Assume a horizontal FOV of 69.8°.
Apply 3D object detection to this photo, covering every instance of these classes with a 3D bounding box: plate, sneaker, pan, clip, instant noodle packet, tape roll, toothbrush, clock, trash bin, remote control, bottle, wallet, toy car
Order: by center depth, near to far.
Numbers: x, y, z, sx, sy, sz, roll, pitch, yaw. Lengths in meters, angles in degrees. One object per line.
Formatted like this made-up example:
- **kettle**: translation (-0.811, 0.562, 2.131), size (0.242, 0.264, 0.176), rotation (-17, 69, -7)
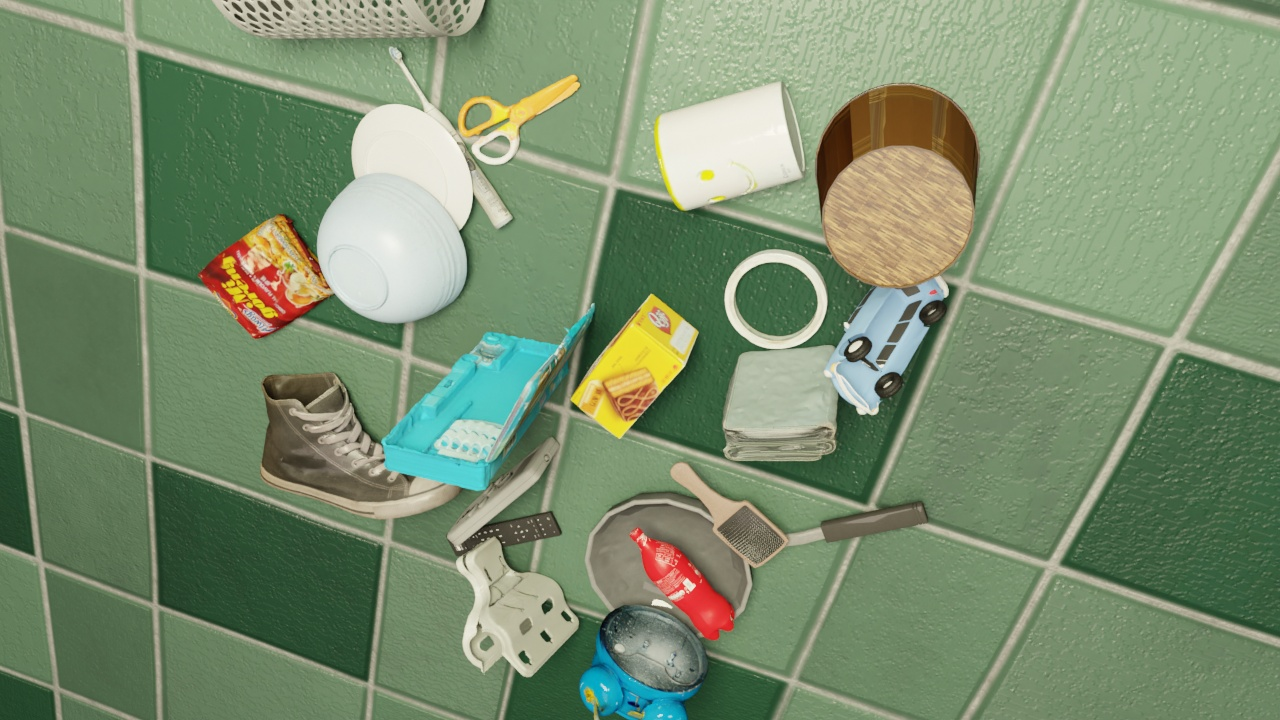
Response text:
- **trash bin**: translation (-0.238, -0.335, 0.728), size (0.183, 0.156, 0.157), rotation (3, 115, 17)
- **toy car**: translation (0.203, -0.024, 0.766), size (0.056, 0.153, 0.055), rotation (46, 155, -18)
- **wallet**: translation (0.128, 0.039, 0.814), size (0.100, 0.131, 0.054), rotation (-6, 117, 19)
- **tape roll**: translation (0.124, -0.055, 0.837), size (0.093, 0.013, 0.093), rotation (6, 117, 13)
- **toothbrush**: translation (-0.176, -0.205, 0.845), size (0.022, 0.024, 0.185), rotation (-36, 105, -18)
- **plate**: translation (-0.219, -0.172, 0.863), size (0.135, 0.011, 0.135), rotation (13, 124, 20)
- **clock**: translation (0.001, 0.315, 0.915), size (0.117, 0.161, 0.060), rotation (26, 116, 5)
- **bottle**: translation (0.040, 0.222, 0.926), size (0.042, 0.041, 0.141), rotation (-37, 100, 27)
- **pan**: translation (0.112, 0.189, 0.939), size (0.358, 0.041, 0.179), rotation (-16, 109, 22)
- **instant noodle packet**: translation (-0.383, -0.085, 0.950), size (0.136, 0.039, 0.098), rotation (-27, 112, 24)
- **remote control**: translation (-0.149, 0.140, 0.969), size (0.019, 0.074, 0.151), rotation (46, 118, -8)
- **sneaker**: translation (-0.302, 0.088, 0.983), size (0.235, 0.095, 0.120), rotation (14, 118, 17)
- **clip**: translation (-0.154, 0.275, 1.010), size (0.152, 0.126, 0.105), rotation (42, 112, 9)
- **remote control**: translation (-0.155, 0.196, 1.035), size (0.140, 0.009, 0.030), rotation (-15, 110, 21)

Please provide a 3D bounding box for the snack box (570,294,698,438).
- **snack box**: translation (-0.005, 0.005, 0.861), size (0.061, 0.083, 0.106), rotation (38, 118, -5)

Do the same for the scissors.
- **scissors**: translation (-0.105, -0.220, 0.823), size (0.129, 0.013, 0.065), rotation (-18, 109, 24)

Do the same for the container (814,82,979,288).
- **container**: translation (0.194, -0.130, 0.694), size (0.132, 0.166, 0.132), rotation (6, 116, 13)

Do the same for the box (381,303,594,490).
- **box**: translation (-0.109, 0.025, 0.818), size (0.172, 0.226, 0.084), rotation (-20, 109, 23)

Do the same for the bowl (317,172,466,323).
- **bowl**: translation (-0.249, -0.094, 0.871), size (0.151, 0.074, 0.151), rotation (14, 128, 18)

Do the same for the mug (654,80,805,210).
- **mug**: translation (0.075, -0.175, 0.755), size (0.106, 0.082, 0.082), rotation (-11, 111, 19)

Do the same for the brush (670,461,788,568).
- **brush**: translation (0.081, 0.149, 0.896), size (0.135, 0.015, 0.050), rotation (42, 113, -6)
